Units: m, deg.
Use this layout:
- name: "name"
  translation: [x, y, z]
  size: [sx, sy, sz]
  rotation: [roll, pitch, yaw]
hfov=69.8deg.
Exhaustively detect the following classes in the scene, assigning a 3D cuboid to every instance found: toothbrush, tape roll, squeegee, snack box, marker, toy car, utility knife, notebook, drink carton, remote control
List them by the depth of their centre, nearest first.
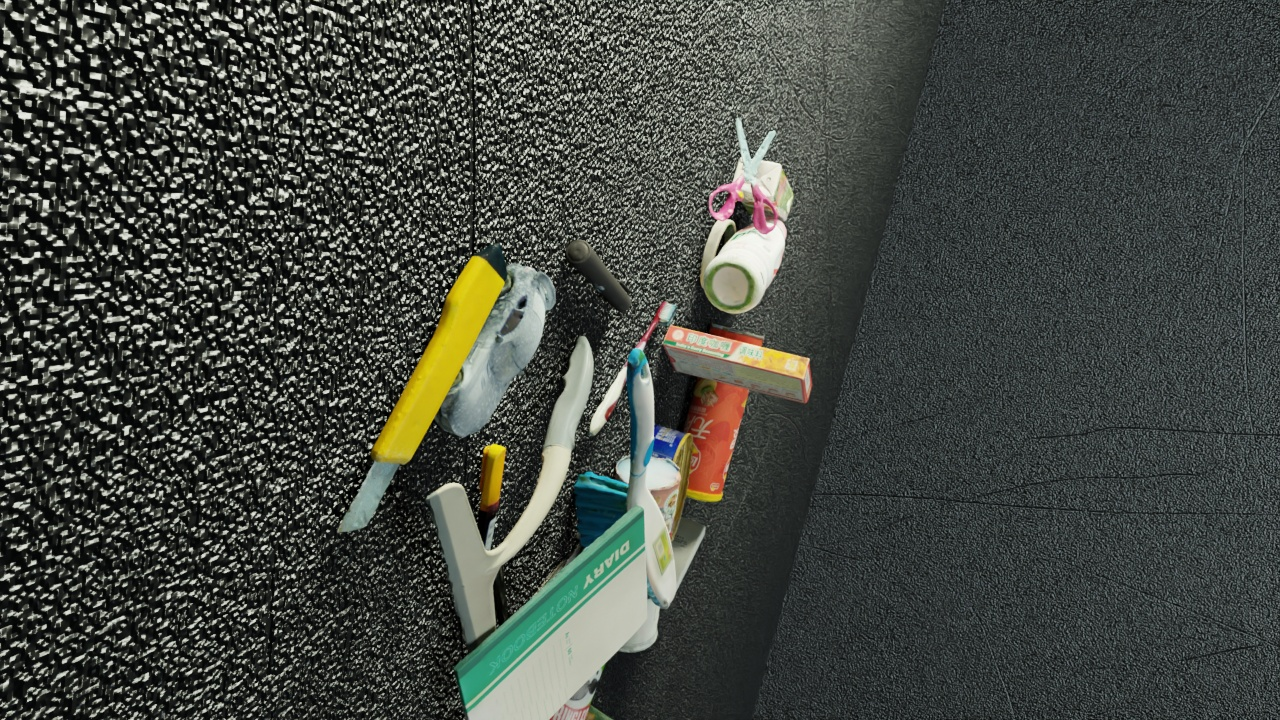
- name: "utility knife"
  translation: [-0.127, 0.013, 0.539]
  size: [0.033, 0.015, 0.196]
  rotation: [52, 56, -49]
- name: "toy car"
  translation: [-0.093, -0.006, 0.593]
  size: [0.120, 0.037, 0.054]
  rotation: [-63, 160, -22]
- name: "marker"
  translation: [-0.114, 0.117, 0.673]
  size: [0.018, 0.015, 0.124]
  rotation: [-42, 147, -62]
- name: "squeegee"
  translation: [-0.071, 0.074, 0.683]
  size: [0.247, 0.039, 0.245]
  rotation: [93, 15, -49]
- name: "marker"
  translation: [-0.031, -0.067, 0.747]
  size: [0.022, 0.020, 0.132]
  rotation: [-61, 161, -5]
- name: "notebook"
  translation: [-0.064, 0.231, 0.759]
  size: [0.208, 0.012, 0.151]
  rotation: [-37, 139, -37]
- name: "toothbrush"
  translation: [-0.112, 0.216, 0.763]
  size: [0.015, 0.018, 0.181]
  rotation: [-46, 147, -41]
- name: "toothbrush"
  translation: [-0.005, 0.005, 0.889]
  size: [0.016, 0.017, 0.187]
  rotation: [86, 26, -46]
- name: "snack box"
  translation: [-0.059, 0.424, 0.955]
  size: [0.118, 0.106, 0.117]
  rotation: [82, 31, -51]
- name: "snack box"
  translation: [0.106, 0.005, 0.995]
  size: [0.077, 0.156, 0.027]
  rotation: [61, 46, -65]
- name: "tape roll"
  translation: [0.091, -0.122, 1.070]
  size: [0.085, 0.014, 0.086]
  rotation: [17, 89, -72]
- name: "drink carton"
  translation: [0.149, -0.206, 1.105]
  size: [0.122, 0.053, 0.045]
  rotation: [16, 90, -73]
- name: "remote control"
  translation: [0.033, 0.253, 1.161]
  size: [0.134, 0.056, 0.019]
  rotation: [-56, 156, -44]

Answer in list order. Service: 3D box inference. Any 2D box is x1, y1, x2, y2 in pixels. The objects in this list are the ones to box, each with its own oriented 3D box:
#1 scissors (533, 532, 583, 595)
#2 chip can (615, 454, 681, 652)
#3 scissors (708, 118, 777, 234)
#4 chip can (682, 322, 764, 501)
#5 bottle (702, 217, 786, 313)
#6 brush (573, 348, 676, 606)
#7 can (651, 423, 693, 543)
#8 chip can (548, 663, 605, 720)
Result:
- name: "scissors"
  translation: [-0.069, 0.201, 0.881]
  size: [0.141, 0.014, 0.173]
  rotation: [69, 41, -61]
- name: "chip can"
  translation: [-0.004, 0.208, 0.987]
  size: [0.071, 0.071, 0.215]
  rotation: [-42, 144, -58]
- name: "scissors"
  translation: [0.125, -0.199, 1.020]
  size: [0.124, 0.017, 0.133]
  rotation: [38, 72, -25]
- name: "chip can"
  translation: [0.095, 0.065, 1.153]
  size: [0.073, 0.073, 0.216]
  rotation: [4, 102, -72]
- name: "bottle"
  translation: [0.130, -0.119, 1.059]
  size: [0.196, 0.068, 0.068]
  rotation: [-50, 151, -57]
- name: "brush"
  translation: [-0.013, 0.113, 0.826]
  size: [0.060, 0.110, 0.315]
  rotation: [-49, 137, -41]
- name: "can"
  translation: [0.020, 0.143, 1.035]
  size: [0.074, 0.049, 0.148]
  rotation: [-42, 144, -59]
- name: "chip can"
  translation: [-0.093, 0.345, 0.843]
  size: [0.072, 0.072, 0.235]
  rotation: [56, 53, -67]
